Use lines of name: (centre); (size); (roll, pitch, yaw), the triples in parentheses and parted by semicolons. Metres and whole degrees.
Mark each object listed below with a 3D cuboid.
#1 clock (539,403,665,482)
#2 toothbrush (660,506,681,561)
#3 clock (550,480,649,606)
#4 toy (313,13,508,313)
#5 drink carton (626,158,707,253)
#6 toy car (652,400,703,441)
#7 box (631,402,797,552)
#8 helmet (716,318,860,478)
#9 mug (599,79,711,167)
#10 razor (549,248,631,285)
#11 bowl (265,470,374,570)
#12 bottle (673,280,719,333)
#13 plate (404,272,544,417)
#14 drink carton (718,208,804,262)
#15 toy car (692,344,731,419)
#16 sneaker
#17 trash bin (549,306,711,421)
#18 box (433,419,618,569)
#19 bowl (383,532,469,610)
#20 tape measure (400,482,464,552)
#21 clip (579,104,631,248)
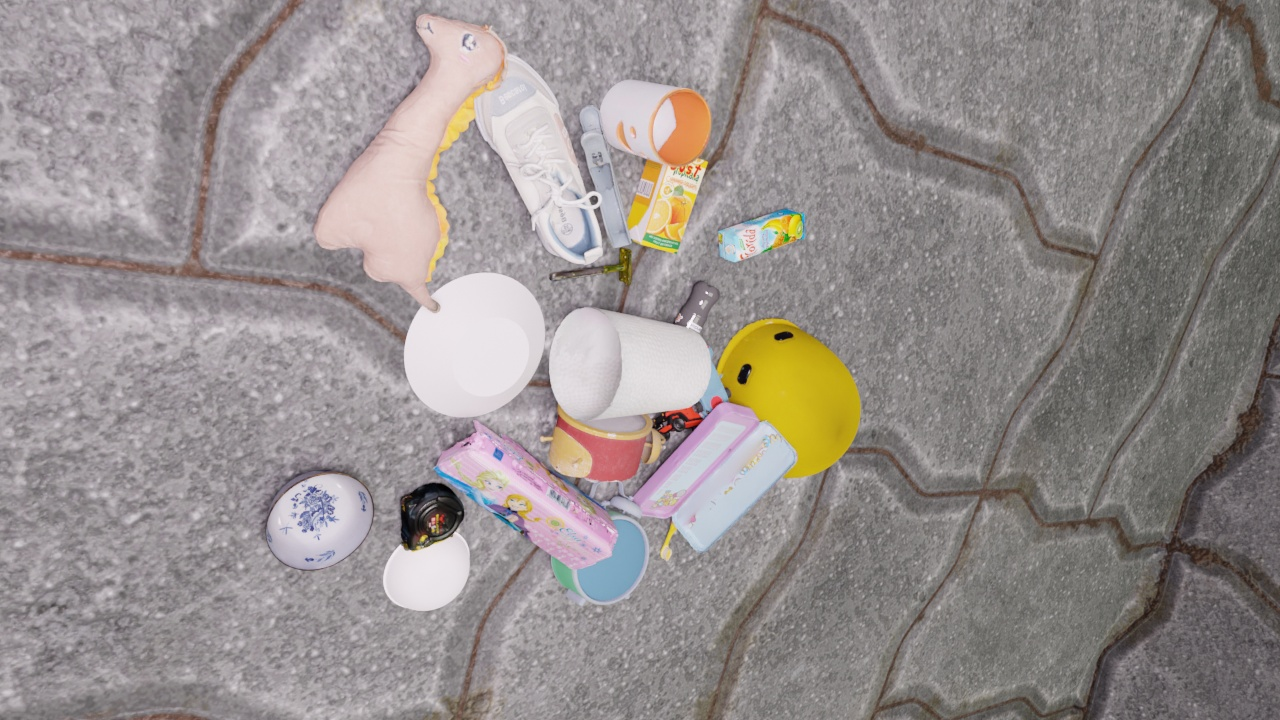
clock: (-0.040, 0.101, 1.135); (0.158, 0.117, 0.081); (-4, 116, -42)
toothbrush: (0.051, 0.228, 1.323); (0.021, 0.016, 0.135); (5, 108, -33)
clock: (-0.053, 0.237, 1.218); (0.121, 0.075, 0.161); (2, 97, -36)
toy: (-0.199, -0.192, 0.898); (0.264, 0.065, 0.196); (-50, 125, 2)
drink carton: (0.030, -0.196, 1.096); (0.058, 0.041, 0.122); (9, 104, -39)
toy car: (0.063, 0.075, 1.237); (0.100, 0.051, 0.048); (-8, 72, -32)
box: (0.099, 0.157, 1.245); (0.140, 0.062, 0.215); (35, 115, -11)
helmet: (0.220, 0.065, 1.292); (0.209, 0.140, 0.240); (-43, 129, -13)
mug: (0.015, -0.263, 1.011); (0.082, 0.105, 0.082); (-16, 119, -31)
razor: (-0.059, -0.105, 1.086); (0.105, 0.026, 0.042); (-12, 119, -28)
bowl: (-0.346, 0.162, 0.978); (0.114, 0.045, 0.114); (-15, 119, -30)
bottle: (0.064, -0.050, 1.191); (0.036, 0.036, 0.110); (27, 93, -41)
plate: (-0.175, -0.009, 1.032); (0.173, 0.036, 0.174); (-16, 119, -31)
drink carton: (0.159, -0.165, 1.208); (0.128, 0.038, 0.044); (-21, 122, -27)
toy car: (0.085, 0.025, 1.211); (0.060, 0.028, 0.107); (-24, 89, -26)
sneaker: (-0.097, -0.205, 0.961); (0.089, 0.091, 0.242); (-33, 126, -13)
trash bin: (-0.007, 0.006, 1.110); (0.161, 0.133, 0.133); (3, 109, -43)
box: (-0.125, 0.150, 1.098); (0.230, 0.085, 0.090); (41, 41, -23)
bowl: (-0.247, 0.259, 1.099); (0.109, 0.040, 0.110); (-16, 119, -31)
tape measure: (-0.243, 0.179, 1.066); (0.072, 0.042, 0.071); (-9, 110, -29)
clip: (-0.041, -0.205, 1.032); (0.027, 0.090, 0.162); (-13, 134, 2)
